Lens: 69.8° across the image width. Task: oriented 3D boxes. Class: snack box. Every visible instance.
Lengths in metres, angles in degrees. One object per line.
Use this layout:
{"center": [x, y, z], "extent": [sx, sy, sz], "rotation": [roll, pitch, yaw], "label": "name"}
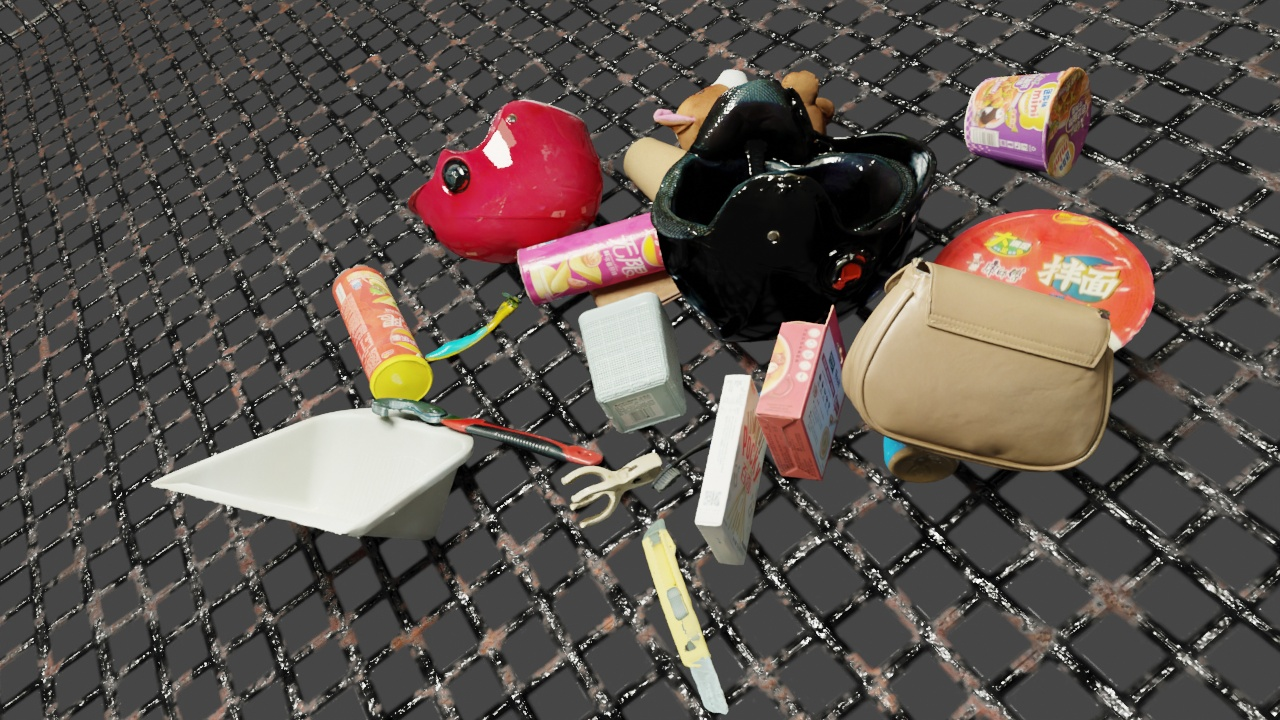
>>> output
{"center": [0.087, 0.100, 0.848], "extent": [0.027, 0.085, 0.156], "rotation": [0, 55, 24], "label": "snack box"}
{"center": [0.154, 0.029, 0.856], "extent": [0.044, 0.113, 0.126], "rotation": [5, 56, 27], "label": "snack box"}

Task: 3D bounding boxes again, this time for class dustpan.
{"center": [-0.296, 0.096, 0.931], "extent": [0.223, 0.257, 0.142], "rotation": [9, 78, 19], "label": "dustpan"}

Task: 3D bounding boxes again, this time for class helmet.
{"center": [-0.149, -0.188, 1.112], "extent": [0.240, 0.206, 0.144], "rotation": [-32, 79, 15], "label": "helmet"}
{"center": [0.149, -0.136, 0.913], "extent": [0.275, 0.230, 0.233], "rotation": [-6, 40, 6], "label": "helmet"}

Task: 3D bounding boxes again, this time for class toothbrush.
{"center": [0.085, 0.069, 0.920], "extent": [0.189, 0.014, 0.016], "rotation": [-38, 51, -10], "label": "toothbrush"}

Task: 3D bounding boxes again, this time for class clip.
{"center": [-0.030, 0.132, 0.914], "extent": [0.103, 0.092, 0.035], "rotation": [-7, 40, -30], "label": "clip"}

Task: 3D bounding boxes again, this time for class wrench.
{"center": [-0.167, 0.075, 0.987], "extent": [0.274, 0.056, 0.016], "rotation": [12, 103, 18], "label": "wrench"}

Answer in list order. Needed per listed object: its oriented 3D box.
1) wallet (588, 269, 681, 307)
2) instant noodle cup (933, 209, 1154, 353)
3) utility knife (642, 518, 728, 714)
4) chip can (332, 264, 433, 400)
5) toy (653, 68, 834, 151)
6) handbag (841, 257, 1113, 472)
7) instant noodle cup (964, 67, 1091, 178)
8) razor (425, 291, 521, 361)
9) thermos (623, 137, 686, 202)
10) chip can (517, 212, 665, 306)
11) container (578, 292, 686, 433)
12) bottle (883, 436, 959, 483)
{"center": [-0.003, -0.093, 1.080], "extent": [0.115, 0.020, 0.101], "rotation": [-28, 50, -4], "label": "wallet"}
{"center": [0.369, -0.051, 0.862], "extent": [0.194, 0.066, 0.193], "rotation": [-10, 51, 13], "label": "instant noodle cup"}
{"center": [0.038, 0.226, 0.821], "extent": [0.031, 0.020, 0.196], "rotation": [-28, 53, 7], "label": "utility knife"}
{"center": [-0.320, -0.034, 1.123], "extent": [0.073, 0.073, 0.216], "rotation": [-34, 47, -6], "label": "chip can"}
{"center": [0.127, -0.298, 1.120], "extent": [0.200, 0.140, 0.130], "rotation": [-4, 80, 24], "label": "toy"}
{"center": [0.272, 0.006, 0.744], "extent": [0.204, 0.148, 0.099], "rotation": [15, 16, -6], "label": "handbag"}
{"center": [0.412, -0.258, 0.984], "extent": [0.099, 0.111, 0.111], "rotation": [22, 64, 44], "label": "instant noodle cup"}
{"center": [-0.202, -0.036, 1.109], "extent": [0.132, 0.028, 0.043], "rotation": [-38, 26, -13], "label": "razor"}
{"center": [0.039, -0.222, 1.121], "extent": [0.093, 0.093, 0.143], "rotation": [-37, 41, -8], "label": "thermos"}
{"center": [-0.031, -0.123, 1.052], "extent": [0.210, 0.071, 0.071], "rotation": [-15, 50, 5], "label": "chip can"}
{"center": [-0.006, 0.006, 0.958], "extent": [0.090, 0.090, 0.111], "rotation": [-18, 52, 9], "label": "container"}
{"center": [0.256, 0.007, 0.863], "extent": [0.065, 0.065, 0.218], "rotation": [-7, 52, 17], "label": "bottle"}
